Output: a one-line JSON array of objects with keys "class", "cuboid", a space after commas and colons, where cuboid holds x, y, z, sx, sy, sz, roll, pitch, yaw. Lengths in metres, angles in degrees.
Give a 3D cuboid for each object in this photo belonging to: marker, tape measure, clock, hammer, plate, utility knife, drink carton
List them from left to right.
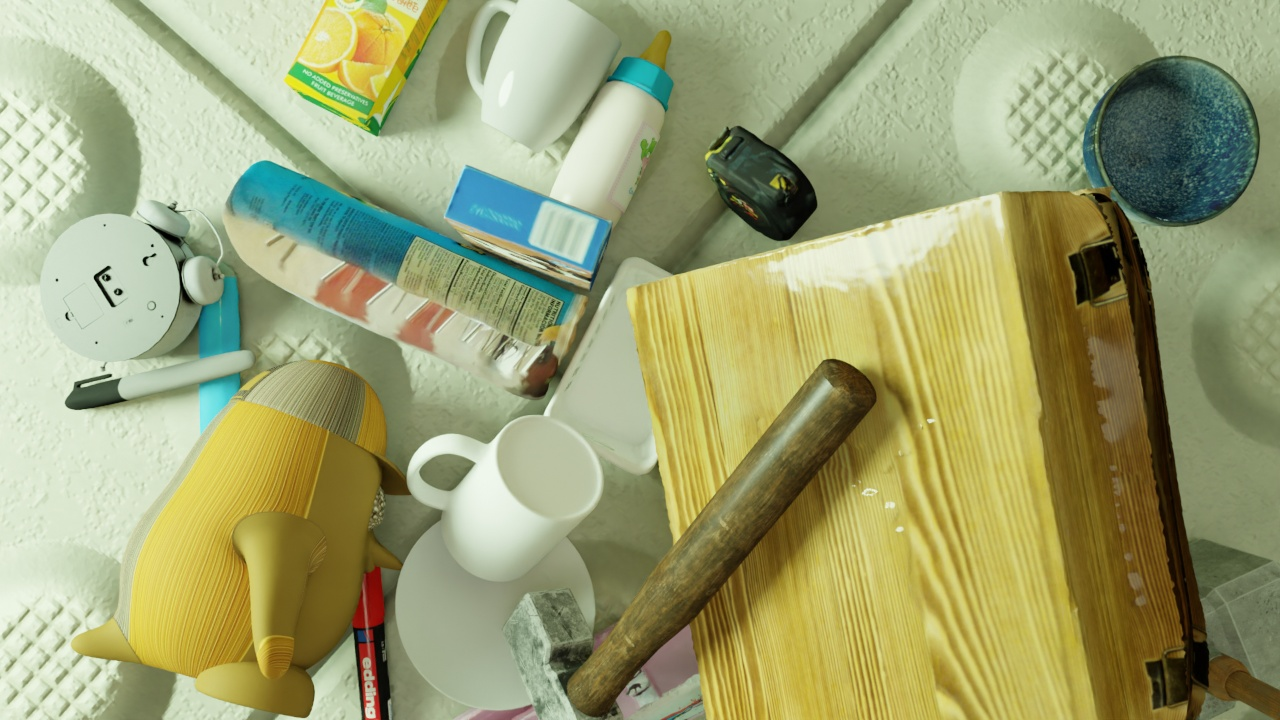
[{"class": "clock", "cuboid": [-0.327, -0.053, 0.599, 0.123, 0.035, 0.094, -33, 87, 4]}, {"class": "marker", "cuboid": [-0.320, 0.011, 0.609, 0.139, 0.016, 0.022, -14, 92, 7]}, {"class": "utility knife", "cuboid": [-0.286, 0.015, 0.620, 0.031, 0.015, 0.173, 1, 88, -1]}, {"class": "marker", "cuboid": [-0.183, 0.211, 0.628, 0.024, 0.021, 0.145, -3, 92, 36]}, {"class": "drink carton", "cuboid": [-0.177, -0.221, 0.610, 0.058, 0.041, 0.122, 27, 89, -4]}, {"class": "plate", "cuboid": [-0.095, 0.162, 0.610, 0.134, 0.011, 0.134, 11, 59, -20]}, {"class": "hammer", "cuboid": [0.041, 0.142, 0.465, 0.037, 0.217, 0.301, 4, 131, -41]}, {"class": "tape measure", "cuboid": [0.083, -0.115, 0.615, 0.071, 0.072, 0.042, 36, 83, 24]}, {"class": "hammer", "cuboid": [0.370, 0.200, 0.517, 0.162, 0.318, 0.083, -23, 93, -3]}]

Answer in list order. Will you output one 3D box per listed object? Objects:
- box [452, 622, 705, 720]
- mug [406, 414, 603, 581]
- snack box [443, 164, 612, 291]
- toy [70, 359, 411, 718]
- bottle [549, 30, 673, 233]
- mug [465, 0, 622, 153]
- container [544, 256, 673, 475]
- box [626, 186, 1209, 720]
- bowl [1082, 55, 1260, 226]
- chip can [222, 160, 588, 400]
[{"class": "box", "cuboid": [-0.032, 0.242, 0.604, 0.202, 0.095, 0.088, -29, 95, -3]}, {"class": "mug", "cuboid": [-0.093, 0.082, 0.581, 0.110, 0.091, 0.073, 24, 45, -19]}, {"class": "snack box", "cuboid": [-0.065, -0.076, 0.565, 0.087, 0.151, 0.034, 21, 89, -4]}, {"class": "toy", "cuboid": [-0.221, 0.100, 0.571, 0.162, 0.199, 0.203, 28, 68, -30]}, {"class": "bottle", "cuboid": [-0.013, -0.156, 0.618, 0.051, 0.051, 0.146, 25, 90, -4]}, {"class": "mug", "cuboid": [-0.079, -0.196, 0.611, 0.107, 0.071, 0.089, 33, 98, 24]}, {"class": "container", "cuboid": [-0.004, 0.004, 0.622, 0.081, 0.049, 0.129, 27, 89, -4]}, {"class": "box", "cuboid": [0.171, 0.060, 0.515, 0.214, 0.258, 0.279, -9, 90, -45]}, {"class": "bowl", "cuboid": [0.355, -0.146, 0.637, 0.114, 0.061, 0.114, 0, 91, -6]}, {"class": "chip can", "cuboid": [-0.153, -0.051, 0.600, 0.229, 0.080, 0.080, 23, 89, -3]}]
